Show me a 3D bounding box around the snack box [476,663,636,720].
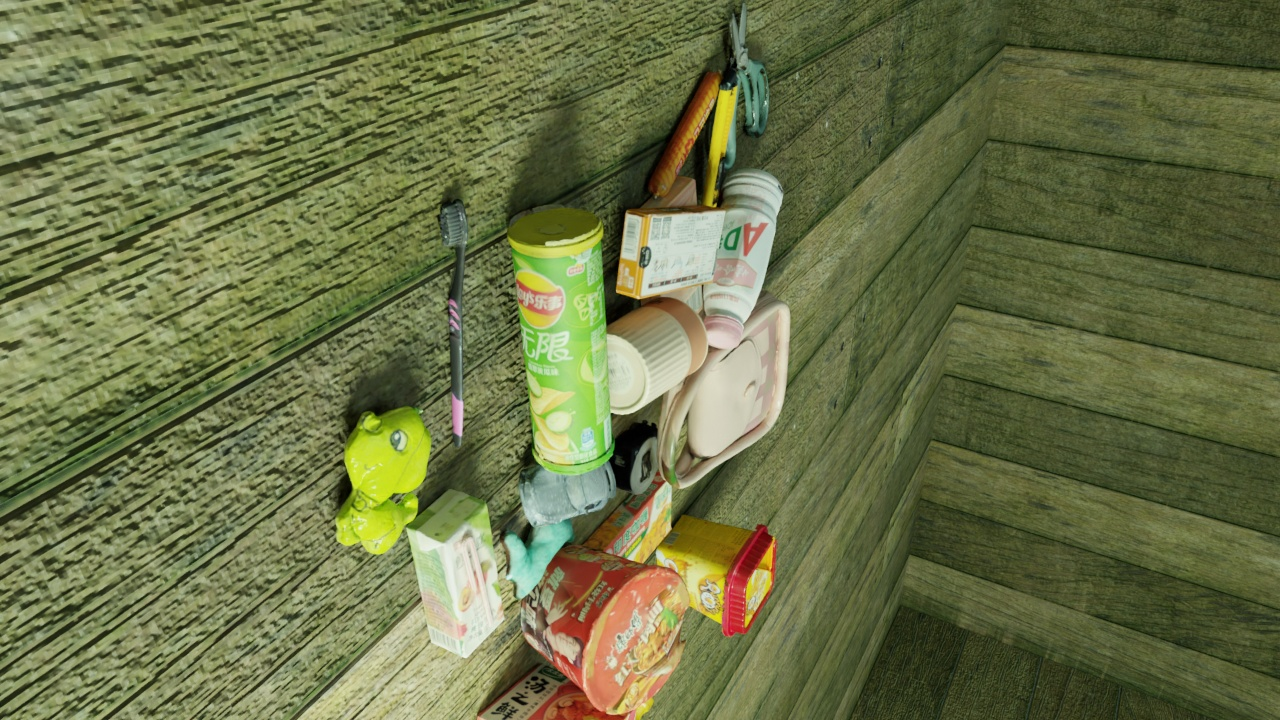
[{"bbox_3d":[-0.072,0.339,0.862,0.126,0.113,0.044,-23,123,-59],"label":"snack box"}]

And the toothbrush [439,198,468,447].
[{"bbox_3d":[-0.133,-0.021,0.651,0.017,0.014,0.189,-22,125,-47],"label":"toothbrush"}]

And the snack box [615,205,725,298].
[{"bbox_3d":[0.031,-0.104,0.853,0.153,0.026,0.075,-19,122,-58],"label":"snack box"}]

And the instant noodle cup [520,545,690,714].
[{"bbox_3d":[-0.039,0.240,0.852,0.137,0.109,0.138,-16,113,-44],"label":"instant noodle cup"}]

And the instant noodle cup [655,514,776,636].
[{"bbox_3d":[0.091,0.256,1.129,0.115,0.124,0.116,-45,142,-46],"label":"instant noodle cup"}]

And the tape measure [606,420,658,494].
[{"bbox_3d":[-0.006,0.104,0.952,0.065,0.034,0.066,-35,134,-50],"label":"tape measure"}]

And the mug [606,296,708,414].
[{"bbox_3d":[-0.005,0.005,0.859,0.105,0.081,0.115,-32,162,-52],"label":"mug"}]

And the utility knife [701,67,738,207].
[{"bbox_3d":[0.078,-0.192,0.947,0.033,0.015,0.217,-48,152,-49],"label":"utility knife"}]

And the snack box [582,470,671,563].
[{"bbox_3d":[-0.013,0.192,0.997,0.155,0.027,0.077,-41,138,-49],"label":"snack box"}]

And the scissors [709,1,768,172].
[{"bbox_3d":[0.098,-0.276,0.961,0.170,0.019,0.177,-62,153,-22],"label":"scissors"}]

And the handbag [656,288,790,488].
[{"bbox_3d":[0.078,0.042,1.014,0.233,0.093,0.194,-47,146,-41],"label":"handbag"}]

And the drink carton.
[{"bbox_3d":[-0.139,0.165,0.706,0.053,0.045,0.123,-41,139,-47],"label":"drink carton"}]

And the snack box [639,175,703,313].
[{"bbox_3d":[0.029,-0.095,0.916,0.084,0.026,0.157,-49,144,-40],"label":"snack box"}]

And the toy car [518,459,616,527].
[{"bbox_3d":[-0.063,0.113,0.819,0.120,0.037,0.054,-4,79,-60],"label":"toy car"}]

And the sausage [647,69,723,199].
[{"bbox_3d":[0.045,-0.220,0.882,0.164,0.021,0.021,-64,153,-20],"label":"sausage"}]

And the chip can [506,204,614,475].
[{"bbox_3d":[-0.060,-0.009,0.734,0.072,0.073,0.222,-44,141,-47],"label":"chip can"}]

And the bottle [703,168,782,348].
[{"bbox_3d":[0.103,-0.107,0.969,0.068,0.068,0.196,58,41,-57],"label":"bottle"}]

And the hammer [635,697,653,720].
[{"bbox_3d":[-0.042,0.368,1.034,0.128,0.033,0.301,-54,148,-37],"label":"hammer"}]

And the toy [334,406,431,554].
[{"bbox_3d":[-0.170,0.077,0.611,0.100,0.031,0.097,-63,152,-12],"label":"toy"}]

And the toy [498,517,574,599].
[{"bbox_3d":[-0.094,0.165,0.818,0.091,0.030,0.096,-59,145,-33],"label":"toy"}]
